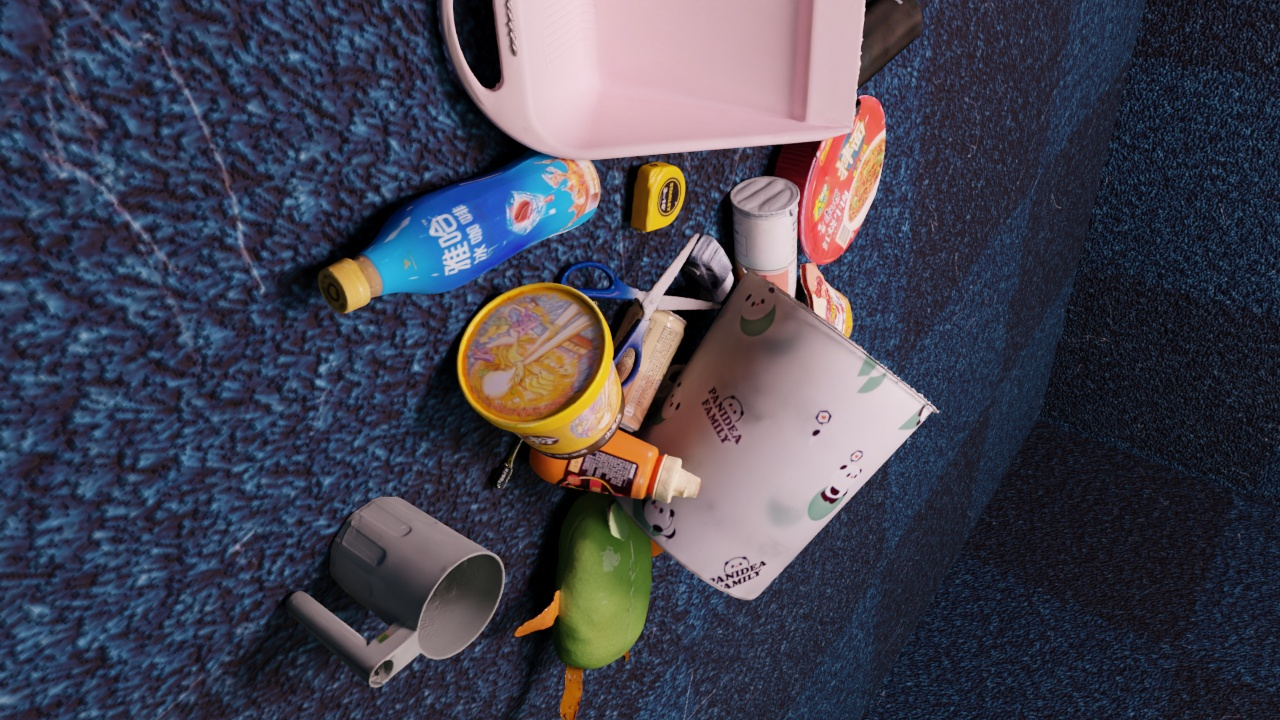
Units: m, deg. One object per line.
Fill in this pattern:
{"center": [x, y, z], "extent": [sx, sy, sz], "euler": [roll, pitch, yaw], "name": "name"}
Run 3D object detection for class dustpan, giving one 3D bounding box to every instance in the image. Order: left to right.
{"center": [0.020, -0.232, 0.603], "extent": [0.138, 0.274, 0.223], "euler": [-68, 157, -54], "name": "dustpan"}

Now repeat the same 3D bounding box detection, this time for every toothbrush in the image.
{"center": [-0.083, 0.028, 0.800], "extent": [0.185, 0.012, 0.017], "euler": [-63, -168, -6], "name": "toothbrush"}

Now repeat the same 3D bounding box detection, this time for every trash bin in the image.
{"center": [0.118, 0.076, 0.894], "extent": [0.252, 0.229, 0.229], "euler": [-53, 150, 7], "name": "trash bin"}

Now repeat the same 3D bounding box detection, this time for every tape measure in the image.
{"center": [0.013, -0.148, 0.819], "extent": [0.057, 0.029, 0.060], "euler": [-25, 130, -47], "name": "tape measure"}

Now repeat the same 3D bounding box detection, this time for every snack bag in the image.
{"center": [0.212, -0.049, 1.096], "extent": [0.207, 0.073, 0.128], "euler": [-13, 103, -74], "name": "snack bag"}

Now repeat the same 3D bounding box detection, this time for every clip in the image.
{"center": [0.024, 0.037, 0.961], "extent": [0.099, 0.035, 0.070], "euler": [-32, 136, -32], "name": "clip"}

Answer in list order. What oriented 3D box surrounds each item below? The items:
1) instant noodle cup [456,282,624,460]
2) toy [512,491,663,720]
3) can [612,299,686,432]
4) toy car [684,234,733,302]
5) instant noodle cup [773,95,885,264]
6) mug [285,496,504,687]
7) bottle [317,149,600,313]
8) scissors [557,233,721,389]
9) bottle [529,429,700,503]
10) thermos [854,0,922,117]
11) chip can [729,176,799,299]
{"center": [-0.070, 0.017, 0.725], "extent": [0.118, 0.118, 0.114], "euler": [-57, 157, -15], "name": "instant noodle cup"}
{"center": [-0.041, 0.236, 0.935], "extent": [0.226, 0.090, 0.247], "euler": [-24, 126, -50], "name": "toy"}
{"center": [-0.005, 0.005, 0.864], "extent": [0.116, 0.058, 0.058], "euler": [-64, 149, -4], "name": "can"}
{"center": [0.076, -0.093, 0.950], "extent": [0.042, 0.034, 0.090], "euler": [-61, 150, -16], "name": "toy car"}
{"center": [0.209, -0.209, 1.047], "extent": [0.193, 0.066, 0.194], "euler": [-34, 135, -42], "name": "instant noodle cup"}
{"center": [-0.177, 0.164, 0.660], "extent": [0.123, 0.103, 0.084], "euler": [-35, 137, -41], "name": "mug"}
{"center": [-0.118, -0.089, 0.620], "extent": [0.218, 0.065, 0.065], "euler": [-35, 137, -41], "name": "bottle"}
{"center": [-0.002, -0.045, 0.813], "extent": [0.175, 0.012, 0.162], "euler": [15, 93, -33], "name": "scissors"}
{"center": [-0.020, 0.091, 0.804], "extent": [0.066, 0.149, 0.067], "euler": [18, 88, -82], "name": "bottle"}
{"center": [0.228, -0.314, 0.980], "extent": [0.241, 0.090, 0.069], "euler": [-46, 156, -33], "name": "thermos"}
{"center": [0.139, -0.092, 1.011], "extent": [0.071, 0.071, 0.215], "euler": [-44, 143, -33], "name": "chip can"}
